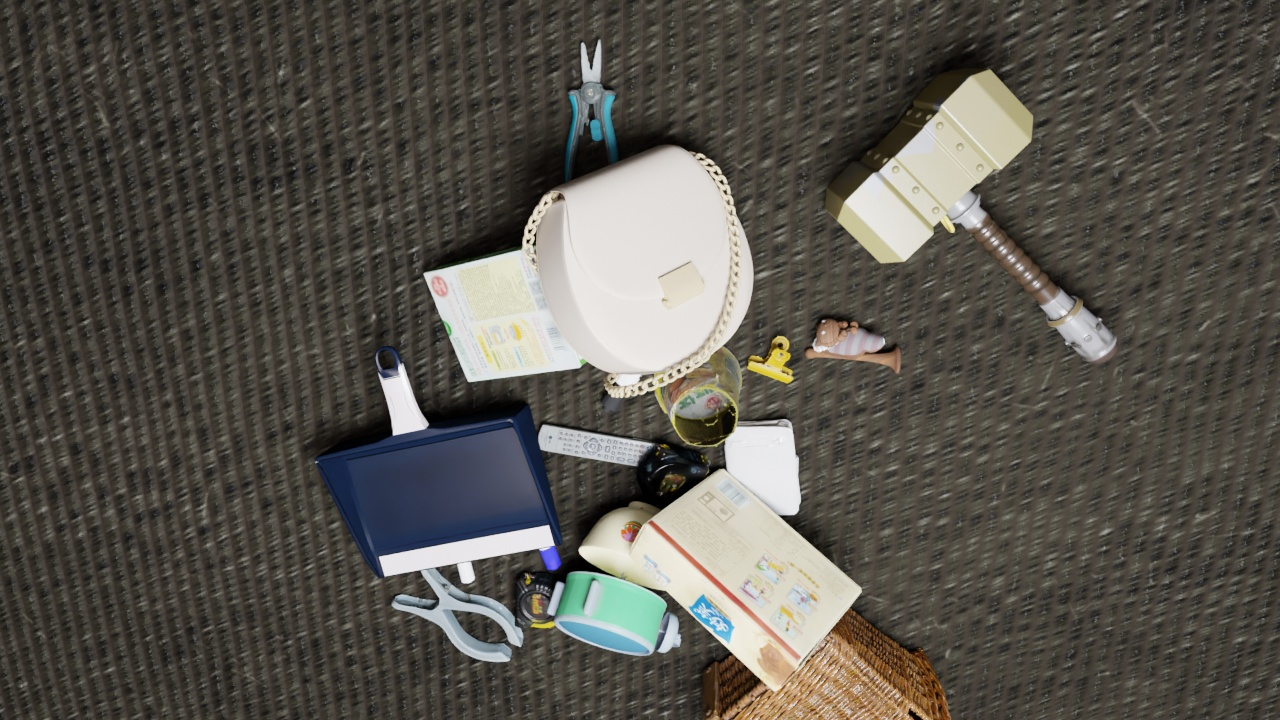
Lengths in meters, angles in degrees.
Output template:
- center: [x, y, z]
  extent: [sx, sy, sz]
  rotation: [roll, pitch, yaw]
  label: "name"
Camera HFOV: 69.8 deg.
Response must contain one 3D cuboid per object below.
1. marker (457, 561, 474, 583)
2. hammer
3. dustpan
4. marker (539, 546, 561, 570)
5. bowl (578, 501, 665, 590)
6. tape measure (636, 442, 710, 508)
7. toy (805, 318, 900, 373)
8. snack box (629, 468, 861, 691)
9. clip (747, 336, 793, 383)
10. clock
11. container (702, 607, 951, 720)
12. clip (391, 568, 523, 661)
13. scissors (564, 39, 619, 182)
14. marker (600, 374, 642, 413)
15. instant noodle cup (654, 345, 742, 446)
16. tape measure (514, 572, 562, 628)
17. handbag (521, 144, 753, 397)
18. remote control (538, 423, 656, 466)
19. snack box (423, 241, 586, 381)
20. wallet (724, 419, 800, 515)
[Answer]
- center: [-0.220, 0.206, 1.095]
  extent: [0.017, 0.020, 0.134]
  rotation: [-15, 109, -14]
  label: "marker"
- center: [0.366, -0.114, 0.926]
  extent: [0.325, 0.100, 0.190]
  rotation: [42, 105, -11]
  label: "hammer"
- center: [-0.237, 0.112, 1.022]
  extent: [0.236, 0.080, 0.273]
  rotation: [-12, 98, 9]
  label: "dustpan"
- center: [-0.126, 0.183, 1.084]
  extent: [0.020, 0.020, 0.141]
  rotation: [-17, 107, 7]
  label: "marker"
- center: [-0.003, 0.205, 1.055]
  extent: [0.118, 0.118, 0.073]
  rotation: [26, 65, -7]
  label: "bowl"
- center: [0.033, 0.132, 1.045]
  extent: [0.071, 0.042, 0.072]
  rotation: [18, 113, -25]
  label: "tape measure"
- center: [0.231, -0.018, 0.995]
  extent: [0.102, 0.041, 0.055]
  rotation: [4, 131, 9]
  label: "toy"
- center: [0.113, 0.226, 0.978]
  extent: [0.207, 0.152, 0.055]
  rotation: [40, 128, 19]
  label: "snack box"
- center: [0.150, -0.004, 1.016]
  extent: [0.053, 0.035, 0.046]
  rotation: [21, 126, -4]
  label: "clip"
- center: [-0.020, 0.300, 1.075]
  extent: [0.161, 0.075, 0.122]
  rotation: [34, 149, -28]
  label: "clock"
- center: [0.201, 0.401, 1.079]
  extent: [0.250, 0.162, 0.183]
  rotation: [-43, 97, 14]
  label: "container"
- center: [-0.229, 0.326, 1.132]
  extent: [0.163, 0.028, 0.108]
  rotation: [39, 104, -9]
  label: "clip"
- center: [-0.049, -0.241, 0.940]
  extent: [0.122, 0.019, 0.149]
  rotation: [-35, 99, 16]
  label: "scissors"
- center: [-0.006, 0.006, 1.018]
  extent: [0.025, 0.025, 0.126]
  rotation: [31, 107, -8]
  label: "marker"
- center: [0.064, 0.041, 0.984]
  extent: [0.102, 0.108, 0.102]
  rotation: [0, 109, -1]
  label: "instant noodle cup"
- center: [-0.119, 0.289, 1.113]
  extent: [0.063, 0.038, 0.067]
  rotation: [4, 106, 9]
  label: "tape measure"
- center: [0.004, -0.092, 0.910]
  extent: [0.210, 0.104, 0.208]
  rotation: [-29, 100, -30]
  label: "handbag"
- center: [-0.050, 0.098, 1.056]
  extent: [0.136, 0.013, 0.033]
  rotation: [11, 108, -2]
  label: "remote control"
- center: [-0.141, -0.048, 0.963]
  extent: [0.168, 0.027, 0.132]
  rotation: [-7, 111, 36]
  label: "snack box"
- center: [0.139, 0.122, 1.052]
  extent: [0.086, 0.032, 0.116]
  rotation: [1, 111, 13]
  label: "wallet"
